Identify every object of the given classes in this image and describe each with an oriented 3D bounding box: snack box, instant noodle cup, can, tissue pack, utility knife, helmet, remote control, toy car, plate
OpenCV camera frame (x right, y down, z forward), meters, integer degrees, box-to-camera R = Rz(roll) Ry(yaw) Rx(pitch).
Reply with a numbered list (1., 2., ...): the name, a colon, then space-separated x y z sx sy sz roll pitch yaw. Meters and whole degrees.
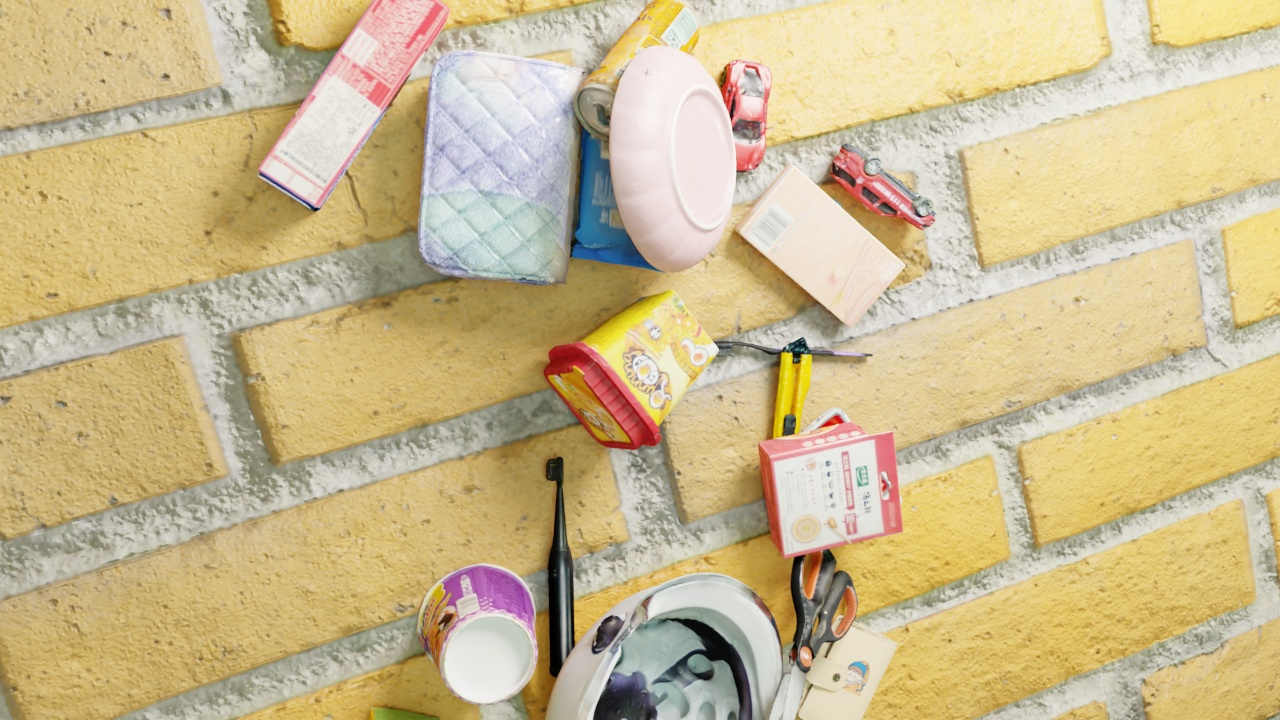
1. snack box: -0.243 -0.225 0.777 0.058 0.057 0.207 34 85 -18
2. instant noodle cup: -0.005 0.005 0.843 0.123 0.116 0.116 -43 104 -20
3. can: -0.001 -0.259 0.811 0.058 0.058 0.145 41 56 -15
4. tissue pack: -0.011 -0.161 0.841 0.095 0.052 0.157 5 86 -5
5. snack box: 0.179 -0.112 0.912 0.157 0.026 0.084 38 98 -16
6. utility knife: 0.150 0.078 0.931 0.033 0.015 0.207 2 101 -10
7. helmet: 0.012 0.326 0.849 0.229 0.146 0.258 40 56 -22
8. snack box: 0.190 0.127 0.917 0.127 0.044 0.113 -11 106 -6
9. remote control: 0.221 0.115 0.957 0.055 0.020 0.136 -38 103 -10
10. toy car: 0.243 -0.170 0.921 0.120 0.052 0.045 33 107 -10
11. instant noodle cup: -0.141 0.252 0.829 0.111 0.099 0.111 -2 97 -16
12. plate: 0.040 -0.172 0.788 0.192 0.039 0.192 -6 97 -59
13. snack box: -0.225 0.433 0.790 0.070 0.158 0.210 17 90 -18
14. toy car: 0.101 -0.235 0.883 0.049 0.031 0.106 6 91 -15

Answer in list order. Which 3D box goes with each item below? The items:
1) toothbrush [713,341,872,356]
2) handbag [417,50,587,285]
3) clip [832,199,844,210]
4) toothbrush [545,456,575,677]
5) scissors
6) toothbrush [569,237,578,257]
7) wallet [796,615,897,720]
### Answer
1. toothbrush: 0.151 -0.007 0.930 0.189 0.014 0.017 3 102 -16
2. handbag: -0.122 -0.166 0.805 0.134 0.075 0.194 5 95 -9
3. clip: 0.205 -0.138 0.933 0.040 0.014 0.056 -41 104 -9
4. toothbrush: -0.078 0.197 0.878 0.027 0.026 0.212 -6 97 -36
5. scissors: 0.171 0.286 0.893 0.162 0.022 0.233 32 51 -34
6. toothbrush: 0.004 -0.142 0.876 0.181 0.018 0.016 -29 109 -10
7. wallet: 0.215 0.336 0.975 0.087 0.024 0.115 28 89 -15
